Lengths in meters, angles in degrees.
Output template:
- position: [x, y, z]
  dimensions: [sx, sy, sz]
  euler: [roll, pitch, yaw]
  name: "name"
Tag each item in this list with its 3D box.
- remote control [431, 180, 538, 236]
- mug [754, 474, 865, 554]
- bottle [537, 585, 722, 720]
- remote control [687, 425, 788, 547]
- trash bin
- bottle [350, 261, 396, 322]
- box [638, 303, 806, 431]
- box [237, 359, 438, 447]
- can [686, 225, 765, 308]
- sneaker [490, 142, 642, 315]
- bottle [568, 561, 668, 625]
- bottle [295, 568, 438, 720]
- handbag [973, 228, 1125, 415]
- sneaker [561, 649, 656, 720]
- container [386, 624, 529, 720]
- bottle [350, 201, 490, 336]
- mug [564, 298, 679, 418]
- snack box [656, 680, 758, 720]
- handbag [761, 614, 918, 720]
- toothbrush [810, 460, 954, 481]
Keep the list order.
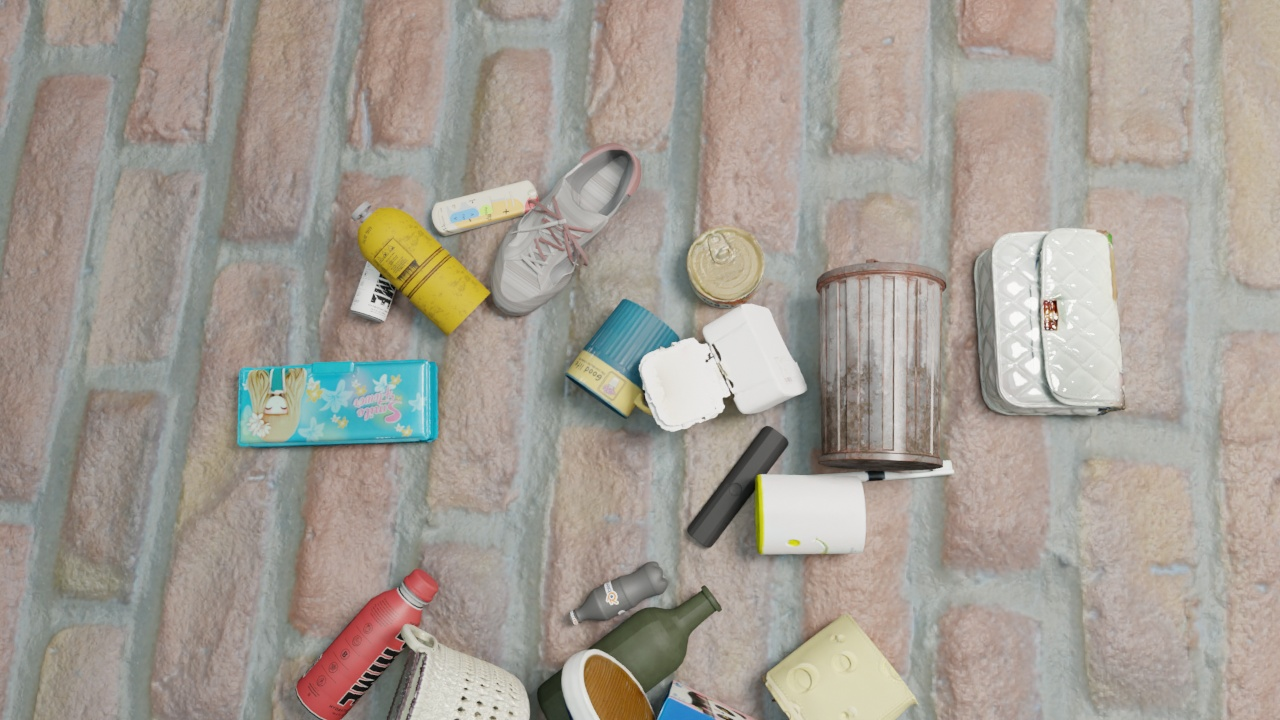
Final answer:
- position: [-0.181, -0.178, 1.072]
  dimensions: [0.125, 0.018, 0.038]
  euler: [-15, 80, 1]
  name: "remote control"
- position: [0.174, 0.160, 0.952]
  dimensions: [0.106, 0.082, 0.082]
  euler: [0, 81, 4]
  name: "mug"
- position: [-0.007, 0.308, 0.951]
  dimensions: [0.207, 0.071, 0.071]
  euler: [-37, 80, -1]
  name: "bottle"
- position: [0.106, 0.137, 0.995]
  dimensions: [0.033, 0.015, 0.146]
  euler: [37, 86, 10]
  name: "remote control"
- position: [0.246, 0.002, 0.941]
  dimensions: [0.131, 0.131, 0.211]
  euler: [2, 79, 6]
  name: "trash bin"
- position: [-0.297, -0.104, 1.059]
  dimensions: [0.041, 0.041, 0.116]
  euler: [16, 83, 8]
  name: "bottle"
- position: [0.092, 0.008, 0.948]
  dimensions: [0.102, 0.188, 0.111]
  euler: [-36, 74, 44]
  name: "box"
- position: [-0.343, 0.049, 1.042]
  dimensions: [0.227, 0.039, 0.094]
  euler: [-3, 82, 6]
  name: "box"
- position: [0.095, -0.103, 1.020]
  dimensions: [0.086, 0.043, 0.086]
  euler: [-1, 81, 5]
  name: "can"
- position: [-0.084, -0.152, 1.016]
  dimensions: [0.099, 0.089, 0.236]
  euler: [39, 86, 1]
  name: "sneaker"
- position: [-0.025, 0.252, 0.979]
  dimensions: [0.110, 0.036, 0.036]
  euler: [-26, 80, 1]
  name: "bottle"
- position: [-0.287, 0.300, 0.984]
  dimensions: [0.062, 0.062, 0.176]
  euler: [41, 87, 10]
  name: "bottle"
- position: [0.432, -0.039, 0.963]
  dimensions: [0.139, 0.072, 0.194]
  euler: [-1, 81, 4]
  name: "handbag"
- position: [-0.038, 0.415, 0.889]
  dimensions: [0.127, 0.120, 0.295]
  euler: [-15, 107, 16]
  name: "sneaker"
- position: [-0.206, 0.403, 0.903]
  dimensions: [0.143, 0.185, 0.251]
  euler: [19, 79, -12]
  name: "container"
- position: [-0.249, -0.108, 1.013]
  dimensions: [0.164, 0.071, 0.071]
  euler: [45, 87, -10]
  name: "bottle"
- position: [-0.006, 0.006, 0.992]
  dimensions: [0.113, 0.083, 0.107]
  euler: [34, 82, 18]
  name: "mug"
- position: [0.093, 0.376, 0.922]
  dimensions: [0.154, 0.088, 0.033]
  euler: [23, 84, 8]
  name: "snack box"
- position: [0.198, 0.333, 0.924]
  dimensions: [0.119, 0.081, 0.111]
  euler: [-39, 67, 1]
  name: "handbag"
- position: [0.241, 0.122, 0.987]
  dimensions: [0.187, 0.012, 0.017]
  euler: [-5, 67, 5]
  name: "toothbrush"
